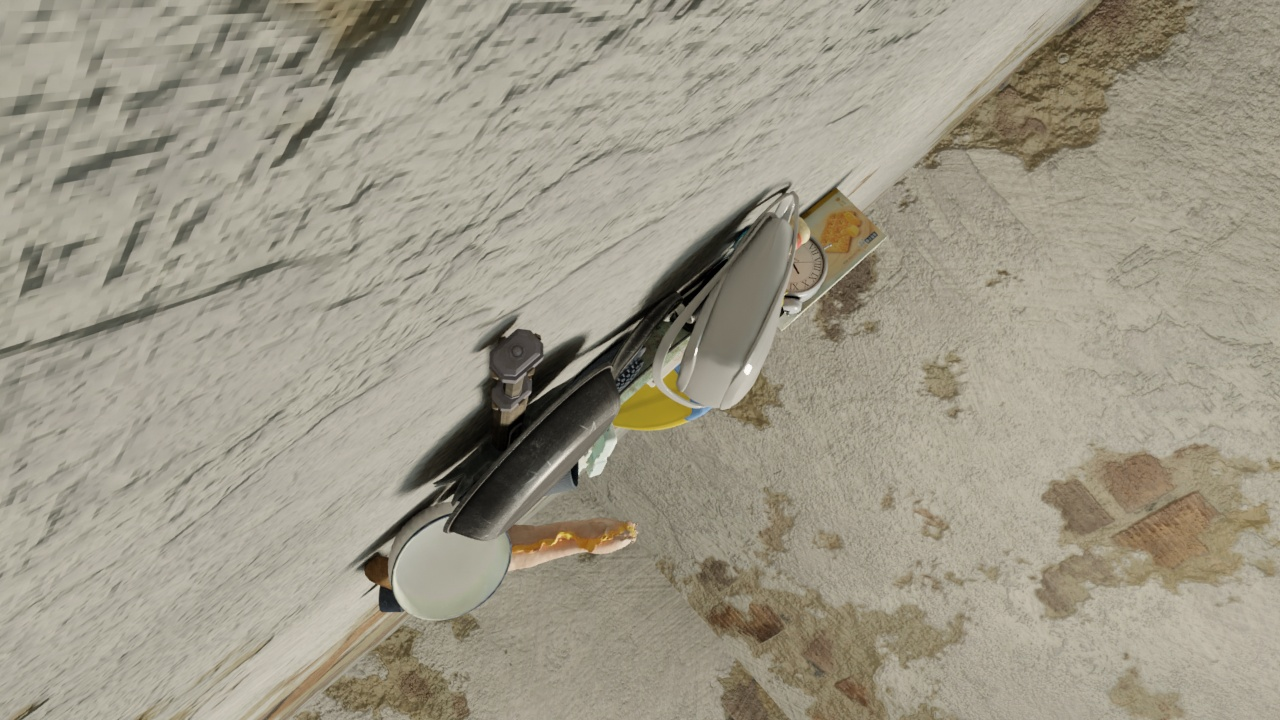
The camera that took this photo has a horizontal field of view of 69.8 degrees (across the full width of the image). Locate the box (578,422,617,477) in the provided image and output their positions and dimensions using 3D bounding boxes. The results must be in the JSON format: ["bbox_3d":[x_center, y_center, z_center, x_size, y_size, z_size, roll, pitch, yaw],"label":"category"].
[{"bbox_3d":[-0.070,0.108,1.261,0.199,0.066,0.083,118,-19,-70],"label":"box"}]

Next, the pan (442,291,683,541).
[{"bbox_3d":[-0.041,0.034,0.799,0.355,0.055,0.188,-41,173,-45],"label":"pan"}]

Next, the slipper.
[{"bbox_3d":[-0.080,0.088,0.931,0.263,0.082,0.101,-42,173,1],"label":"slipper"}]

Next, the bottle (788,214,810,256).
[{"bbox_3d":[0.158,-0.132,1.107,0.108,0.044,0.044,-41,176,-24],"label":"bottle"}]

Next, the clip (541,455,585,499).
[{"bbox_3d":[-0.132,0.132,1.148,0.126,0.097,0.153,-41,164,-24],"label":"clip"}]

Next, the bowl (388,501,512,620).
[{"bbox_3d":[-0.189,0.182,0.881,0.118,0.118,0.062,-41,-142,-10],"label":"bowl"}]

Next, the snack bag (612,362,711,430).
[{"bbox_3d":[0.024,0.040,1.362,0.206,0.102,0.158,-21,-172,33],"label":"snack bag"}]

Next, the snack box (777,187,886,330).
[{"bbox_3d":[0.236,-0.144,1.279,0.207,0.104,0.058,-39,172,-26],"label":"snack box"}]

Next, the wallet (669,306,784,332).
[{"bbox_3d":[0.104,-0.053,1.107,0.114,0.089,0.026,-39,169,-20],"label":"wallet"}]

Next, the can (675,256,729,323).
[{"bbox_3d":[0.074,-0.076,0.986,0.080,0.031,0.032,-41,175,-15],"label":"can"}]

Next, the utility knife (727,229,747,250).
[{"bbox_3d":[0.118,-0.130,0.970,0.031,0.015,0.178,-50,172,22],"label":"utility knife"}]

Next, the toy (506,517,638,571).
[{"bbox_3d":[-0.140,0.227,1.118,0.265,0.065,0.196,-8,173,13],"label":"toy"}]

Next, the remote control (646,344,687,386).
[{"bbox_3d":[0.047,-0.026,1.155,0.136,0.050,0.011,-43,-147,11],"label":"remote control"}]

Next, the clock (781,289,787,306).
[{"bbox_3d":[0.112,-0.070,1.041,0.119,0.083,0.057,-43,-172,13],"label":"clock"}]

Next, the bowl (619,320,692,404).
[{"bbox_3d":[-0.006,0.006,1.044,0.157,0.038,0.157,-41,176,-4],"label":"bowl"}]

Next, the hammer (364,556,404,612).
[{"bbox_3d":[-0.259,0.254,1.037,0.129,0.040,0.322,0,161,-3],"label":"hammer"}]

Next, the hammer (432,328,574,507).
[{"bbox_3d":[-0.088,0.029,0.640,0.146,0.028,0.317,-42,177,-16],"label":"hammer"}]

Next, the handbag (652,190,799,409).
[{"bbox_3d":[0.099,-0.069,0.899,0.216,0.095,0.222,101,13,-70],"label":"handbag"}]

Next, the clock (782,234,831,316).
[{"bbox_3d":[0.184,-0.111,1.165,0.122,0.094,0.035,-58,176,-15],"label":"clock"}]
